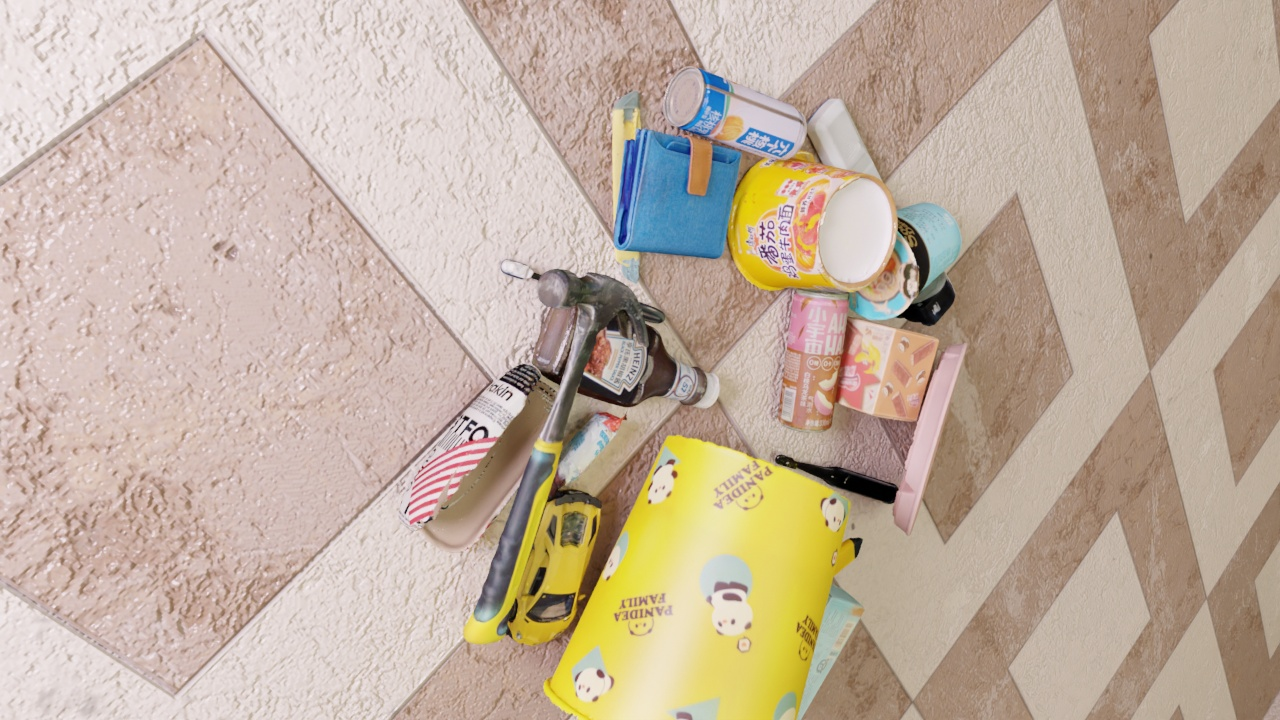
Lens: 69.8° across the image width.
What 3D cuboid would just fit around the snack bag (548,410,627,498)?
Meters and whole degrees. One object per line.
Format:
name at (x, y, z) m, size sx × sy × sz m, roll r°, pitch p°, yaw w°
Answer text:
snack bag at (-0.052, 0.080, 0.821) m, size 0.105 × 0.045 × 0.026 m, roll -47°, pitch 112°, yaw -17°

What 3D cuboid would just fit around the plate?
plate at (0.329, 0.088, 1.051) m, size 0.229 × 0.028 × 0.229 m, roll 17°, pitch 89°, yaw -70°

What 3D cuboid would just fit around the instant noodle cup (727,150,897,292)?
instant noodle cup at (0.170, -0.128, 0.884) m, size 0.137 × 0.110 × 0.138 m, roll -10°, pitch 107°, yaw -34°

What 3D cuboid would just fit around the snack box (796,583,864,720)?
snack box at (0.163, 0.318, 0.979) m, size 0.074 × 0.052 × 0.175 m, roll 28°, pitch 92°, yaw -43°

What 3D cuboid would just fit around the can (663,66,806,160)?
can at (0.088, -0.221, 0.832) m, size 0.134 × 0.053 × 0.053 m, roll 7°, pitch 98°, yaw -38°

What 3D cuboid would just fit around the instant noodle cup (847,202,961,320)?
instant noodle cup at (0.278, -0.114, 0.977) m, size 0.120 × 0.111 × 0.111 m, roll -27°, pitch 117°, yaw -36°

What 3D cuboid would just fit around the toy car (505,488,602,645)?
toy car at (-0.078, 0.190, 0.836) m, size 0.071 × 0.041 × 0.156 m, roll 12°, pitch 97°, yaw -38°

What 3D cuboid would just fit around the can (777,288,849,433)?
can at (0.181, -0.001, 0.961) m, size 0.057 × 0.058 × 0.147 m, roll -4°, pitch 105°, yaw -36°

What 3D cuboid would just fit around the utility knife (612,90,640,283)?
utility knife at (-0.012, -0.150, 0.807) m, size 0.030 × 0.018 × 0.168 m, roll -10°, pitch 113°, yaw -28°

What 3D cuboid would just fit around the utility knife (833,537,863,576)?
utility knife at (0.169, 0.251, 0.998) m, size 0.208 × 0.015 × 0.033 m, roll -30°, pitch 125°, yaw -27°

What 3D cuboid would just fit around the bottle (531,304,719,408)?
bottle at (-0.005, 0.005, 0.835) m, size 0.194 × 0.044 × 0.080 m, roll 20°, pitch 89°, yaw -39°

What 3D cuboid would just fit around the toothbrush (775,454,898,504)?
toothbrush at (0.228, 0.135, 1.054) m, size 0.212 × 0.027 × 0.026 m, roll 20°, pitch 97°, yaw -39°

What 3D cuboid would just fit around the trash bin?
trash bin at (0.065, 0.218, 0.840) m, size 0.229 × 0.230 × 0.255 m, roll 29°, pitch 79°, yaw -38°

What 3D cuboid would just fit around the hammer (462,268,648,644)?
hammer at (-0.076, 0.084, 0.744) m, size 0.126 × 0.032 × 0.324 m, roll 2°, pitch 111°, yaw -54°

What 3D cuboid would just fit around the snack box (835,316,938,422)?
snack box at (0.251, 0.007, 0.992) m, size 0.077 × 0.093 × 0.094 m, roll 9°, pitch 98°, yaw -38°

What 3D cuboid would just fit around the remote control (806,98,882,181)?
remote control at (0.214, -0.209, 0.948) m, size 0.049 × 0.024 × 0.125 m, roll -49°, pitch 126°, yaw -15°

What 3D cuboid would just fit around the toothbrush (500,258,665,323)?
toothbrush at (-0.044, -0.058, 0.806) m, size 0.181 × 0.018 × 0.015 m, roll 16°, pitch 88°, yaw -40°

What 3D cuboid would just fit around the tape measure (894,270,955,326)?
tape measure at (0.319, -0.075, 1.037) m, size 0.066 × 0.066 × 0.033 m, roll -47°, pitch 124°, yaw -15°

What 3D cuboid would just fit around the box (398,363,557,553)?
box at (-0.123, 0.082, 0.752) m, size 0.088 × 0.076 × 0.162 m, roll 44°, pitch 73°, yaw -31°

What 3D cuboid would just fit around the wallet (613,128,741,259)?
wallet at (0.036, -0.146, 0.817) m, size 0.132 × 0.040 × 0.106 m, roll -2°, pitch 105°, yaw -48°
